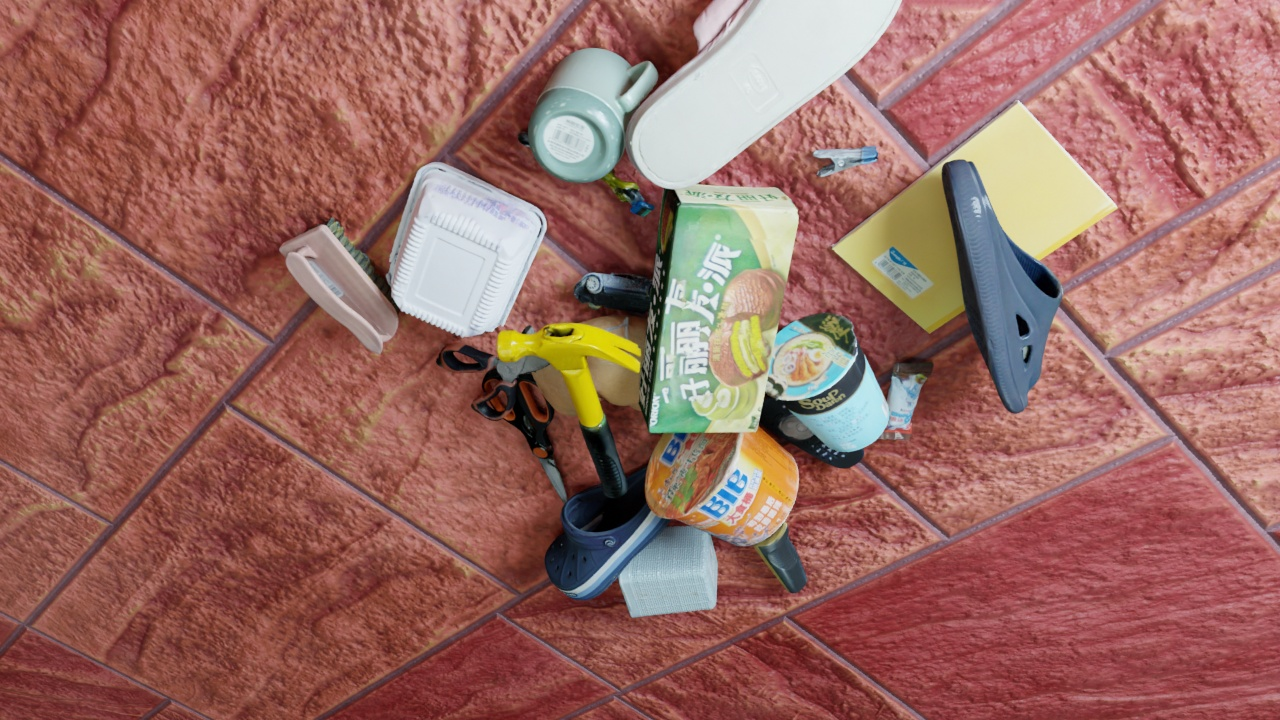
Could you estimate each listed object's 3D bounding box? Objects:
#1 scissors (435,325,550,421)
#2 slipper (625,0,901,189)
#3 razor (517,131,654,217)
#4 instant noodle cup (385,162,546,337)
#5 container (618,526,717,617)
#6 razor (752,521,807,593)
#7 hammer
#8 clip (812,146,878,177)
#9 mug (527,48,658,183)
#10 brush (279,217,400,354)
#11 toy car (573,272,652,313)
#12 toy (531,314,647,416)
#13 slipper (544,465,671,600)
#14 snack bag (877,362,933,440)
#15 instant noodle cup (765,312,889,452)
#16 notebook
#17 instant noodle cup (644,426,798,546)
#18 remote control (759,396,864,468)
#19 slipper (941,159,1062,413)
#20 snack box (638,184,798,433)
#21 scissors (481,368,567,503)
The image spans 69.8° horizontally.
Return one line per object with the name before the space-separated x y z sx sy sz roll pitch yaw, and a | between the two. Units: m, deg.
scissors | -0.156 0.007 0.986 0.214 0.015 0.197 22 142 26
slipper | 0.097 -0.247 0.732 0.275 0.054 0.114 -43 122 13
razor | -0.050 -0.179 0.862 0.142 0.022 0.043 28 172 -9
instant noodle cup | -0.186 -0.098 0.930 0.138 0.060 0.174 24 128 -9
container | 0.038 0.268 1.172 0.111 0.090 0.090 -6 128 11
razor | 0.168 0.237 1.150 0.068 0.062 0.167 11 145 42
hammer | -0.050 0.060 0.954 0.129 0.032 0.301 -2 144 8
clip | 0.182 -0.181 0.815 0.057 0.024 0.028 -4 125 22
mug | -0.036 -0.212 0.775 0.112 0.106 0.082 -22 121 25
brush | -0.310 -0.074 0.964 0.063 0.072 0.146 -19 125 23
toy car | -0.015 -0.069 0.932 0.105 0.031 0.049 7 158 1
toy | -0.006 0.006 0.972 0.226 0.082 0.143 -4 148 11
slipper | -0.051 0.206 1.124 0.095 0.104 0.254 33 127 -18
snack bag | 0.279 0.044 0.980 0.048 0.026 0.104 1 131 -8
instant noodle cup | 0.195 0.031 0.941 0.111 0.111 0.120 -22 130 26
notebook | 0.304 -0.123 0.847 0.146 0.010 0.207 36 126 -19
instant noodle cup | 0.095 0.128 1.013 0.111 0.151 0.152 34 128 -27
remote control | 0.190 0.077 1.025 0.136 0.024 0.053 31 129 -14
slipper | 0.333 -0.063 0.817 0.083 0.110 0.268 -16 124 17
snack box | 0.069 -0.044 0.875 0.114 0.063 0.240 1 118 -12
scissors | -0.134 0.094 1.109 0.125 0.021 0.235 16 136 10
